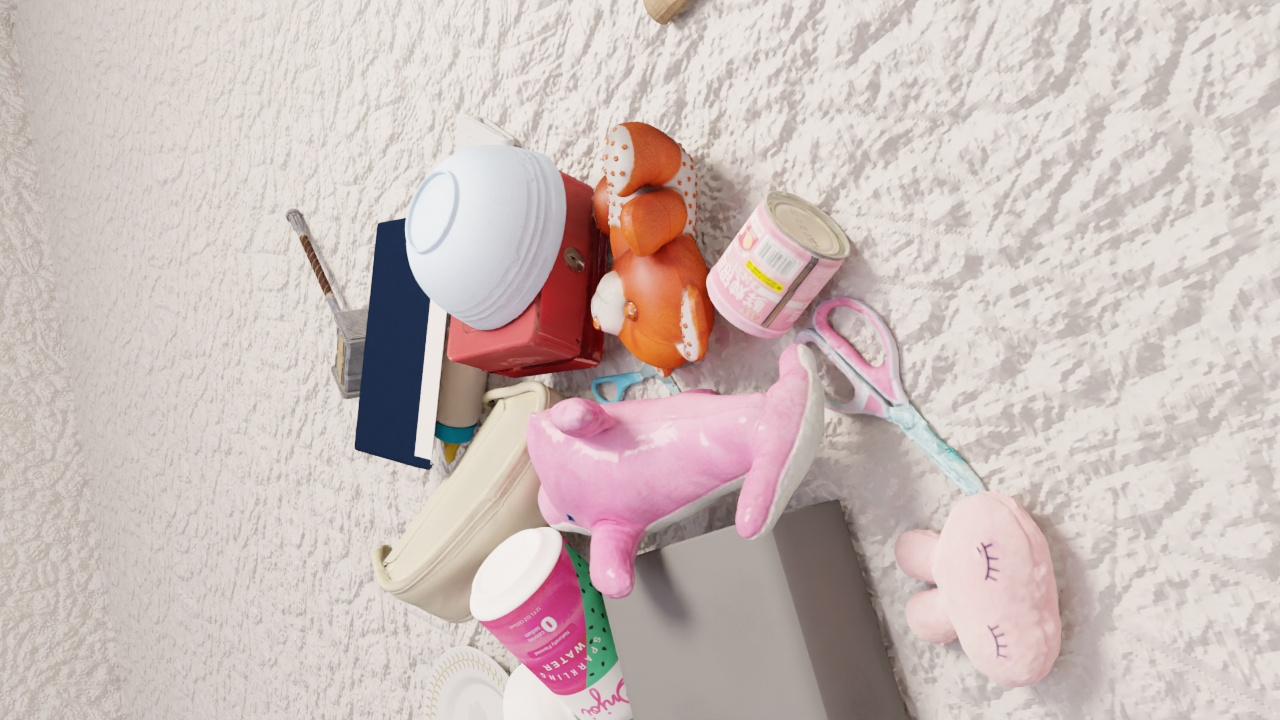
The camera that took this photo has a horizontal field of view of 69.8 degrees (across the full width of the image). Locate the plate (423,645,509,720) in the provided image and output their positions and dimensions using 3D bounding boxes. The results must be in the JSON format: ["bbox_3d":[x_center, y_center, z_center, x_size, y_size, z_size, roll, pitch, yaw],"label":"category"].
[{"bbox_3d":[-0.161,0.421,0.964,0.243,0.016,0.242,6,98,47],"label":"plate"}]

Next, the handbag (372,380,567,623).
[{"bbox_3d":[-0.125,0.134,0.818,0.229,0.132,0.184,-54,29,-6],"label":"handbag"}]

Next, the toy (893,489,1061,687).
[{"bbox_3d":[0.192,0.131,0.531,0.105,0.053,0.108,-24,77,61],"label":"toy"}]

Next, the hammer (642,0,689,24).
[{"bbox_3d":[0.106,-0.314,0.593,0.306,0.040,0.132,-27,71,46],"label":"hammer"}]

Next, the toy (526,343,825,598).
[{"bbox_3d":[-0.002,0.058,0.621,0.266,0.128,0.186,-21,34,42],"label":"toy"}]

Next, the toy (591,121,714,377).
[{"bbox_3d":[0.003,-0.075,0.675,0.164,0.092,0.172,137,122,-77],"label":"toy"}]

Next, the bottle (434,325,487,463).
[{"bbox_3d":[-0.184,0.037,0.930,0.051,0.051,0.146,28,114,43],"label":"bottle"}]

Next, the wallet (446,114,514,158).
[{"bbox_3d":[-0.163,-0.178,0.901,0.086,0.032,0.116,33,118,39],"label":"wallet"}]

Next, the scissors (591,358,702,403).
[{"bbox_3d":[-0.005,0.006,0.760,0.136,0.015,0.126,56,130,31],"label":"scissors"}]

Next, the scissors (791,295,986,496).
[{"bbox_3d":[0.161,0.032,0.581,0.174,0.017,0.077,50,124,28],"label":"scissors"}]

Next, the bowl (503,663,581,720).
[{"bbox_3d":[-0.061,0.296,0.783,0.054,0.104,0.105,-37,66,25],"label":"bowl"}]

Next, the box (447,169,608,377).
[{"bbox_3d":[-0.092,-0.068,0.783,0.129,0.086,0.158,-10,71,45],"label":"box"}]

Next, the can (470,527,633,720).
[{"bbox_3d":[-0.053,0.212,0.720,0.088,0.088,0.166,-15,121,47],"label":"can"}]

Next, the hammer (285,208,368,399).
[{"bbox_3d":[-0.399,-0.097,1.157,0.322,0.044,0.099,54,141,35],"label":"hammer"}]

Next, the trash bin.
[{"bbox_3d":[0.078,0.227,0.627,0.192,0.097,0.219,-29,71,45],"label":"trash bin"}]

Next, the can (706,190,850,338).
[{"bbox_3d":[0.089,-0.062,0.608,0.067,0.067,0.076,57,130,28],"label":"can"}]

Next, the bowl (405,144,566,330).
[{"bbox_3d":[-0.135,-0.106,0.720,0.151,0.074,0.150,-18,64,41],"label":"bowl"}]

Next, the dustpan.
[{"bbox_3d":[-0.232,-0.020,0.944,0.274,0.080,0.236,4,88,50],"label":"dustpan"}]
